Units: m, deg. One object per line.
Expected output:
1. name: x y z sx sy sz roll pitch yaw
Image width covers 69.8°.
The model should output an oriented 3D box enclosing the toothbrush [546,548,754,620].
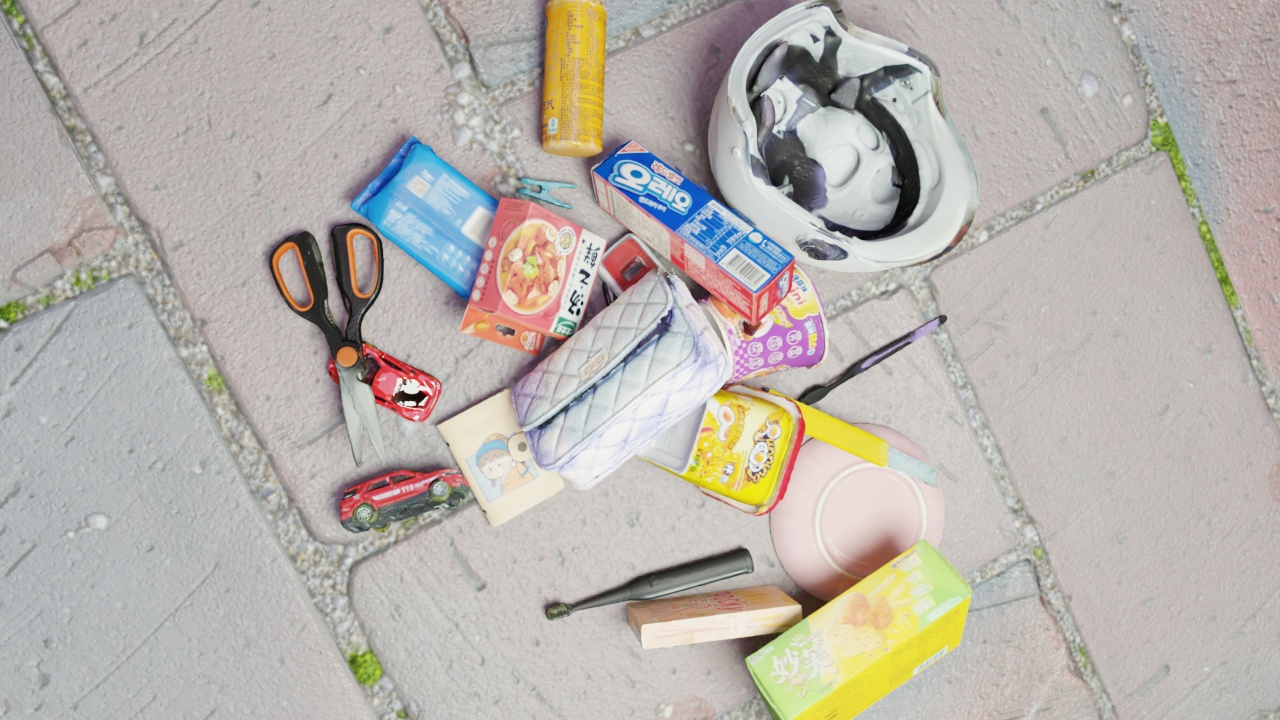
1. toothbrush: 0.010 0.226 0.916 0.212 0.027 0.026 -13 57 -9

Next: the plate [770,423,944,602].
1. plate: 0.230 0.162 0.945 0.192 0.039 0.192 0 93 -10

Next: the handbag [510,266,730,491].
1. handbag: -0.023 0.014 0.825 0.194 0.134 0.075 -39 131 12

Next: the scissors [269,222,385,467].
1. scissors: -0.283 -0.014 0.839 0.162 0.022 0.233 11 82 -1

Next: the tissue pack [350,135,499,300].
1. tissue pack: -0.180 -0.127 0.854 0.157 0.052 0.095 37 84 -10

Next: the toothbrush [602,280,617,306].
1. toothbrush: -0.005 0.005 0.909 0.015 0.018 0.181 -18 94 -1

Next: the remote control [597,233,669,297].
1. remote control: 0.015 -0.060 0.903 0.055 0.020 0.136 -43 99 -17

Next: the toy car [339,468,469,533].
1. toy car: -0.221 0.127 0.858 0.120 0.053 0.045 -15 70 -5

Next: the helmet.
1. helmet: 0.171 -0.184 0.859 0.258 0.146 0.228 31 70 -15

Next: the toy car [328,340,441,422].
1. toy car: -0.241 0.019 0.861 0.106 0.031 0.049 28 86 -8

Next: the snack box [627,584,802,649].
1. snack box: 0.071 0.250 0.899 0.157 0.084 0.026 -5 90 -10

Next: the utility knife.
1. utility knife: 0.204 0.079 0.922 0.207 0.015 0.033 25 90 8

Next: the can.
1. can: -0.062 -0.268 0.864 0.058 0.058 0.146 2 92 -10

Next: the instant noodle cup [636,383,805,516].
1. instant noodle cup: 0.071 0.074 0.860 0.123 0.116 0.116 19 89 -39

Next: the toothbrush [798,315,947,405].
1. toothbrush: 0.242 -0.001 0.955 0.189 0.017 0.014 -29 109 -10

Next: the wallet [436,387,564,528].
1. wallet: -0.132 0.092 0.888 0.087 0.024 0.115 -27 96 -3

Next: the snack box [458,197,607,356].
1. snack box: -0.096 -0.070 0.843 0.113 0.044 0.127 18 89 -54

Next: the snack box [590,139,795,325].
1. snack box: 0.045 -0.121 0.838 0.207 0.058 0.057 40 72 23

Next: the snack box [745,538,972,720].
1. snack box: 0.212 0.281 0.888 0.210 0.158 0.070 -31 55 -7

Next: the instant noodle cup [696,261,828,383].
1. instant noodle cup: 0.109 -0.032 0.873 0.099 0.112 0.111 -19 96 -17

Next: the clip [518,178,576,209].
1. clip: -0.090 -0.163 0.887 0.056 0.014 0.040 9 90 -10
